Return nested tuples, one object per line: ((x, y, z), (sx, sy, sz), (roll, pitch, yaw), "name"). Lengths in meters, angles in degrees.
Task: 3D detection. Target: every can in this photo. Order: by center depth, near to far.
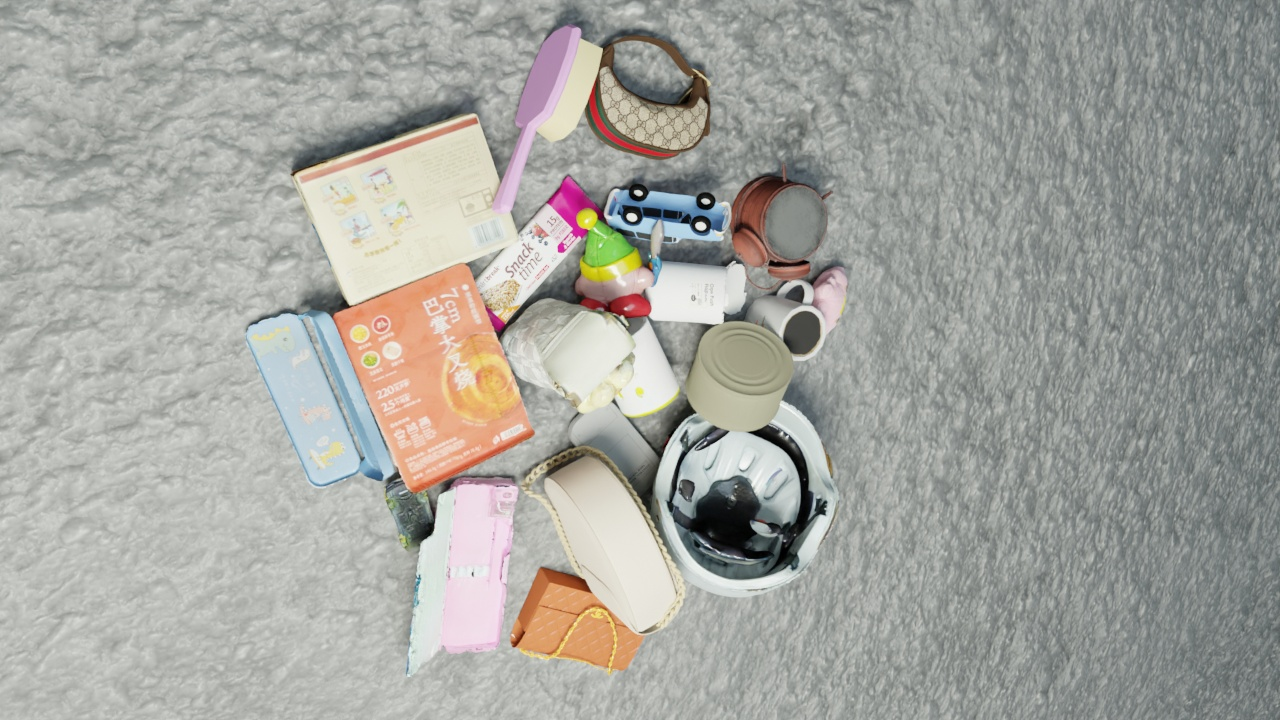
((0.127, 0.019, 1.182), (0.127, 0.127, 0.073), (-14, 145, -22), "can")

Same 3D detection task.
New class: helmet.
((0.127, 0.185, 1.221), (0.236, 0.164, 0.263), (22, 65, -1), "helmet")

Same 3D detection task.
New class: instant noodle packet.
((-0.236, 0.017, 1.051), (0.164, 0.084, 0.221), (-25, 118, -17), "instant noodle packet")

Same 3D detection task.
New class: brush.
((-0.109, -0.264, 1.032), (0.043, 0.089, 0.228), (23, 80, -33), "brush")

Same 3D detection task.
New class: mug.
((-0.007, 0.007, 1.168), (0.082, 0.082, 0.106), (-32, 113, -15), "mug")
((0.200, -0.059, 1.243), (0.073, 0.089, 0.105), (15, 96, -27), "mug")

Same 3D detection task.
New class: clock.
((0.182, -0.170, 1.217), (0.120, 0.072, 0.157), (22, 92, -28), "clock")

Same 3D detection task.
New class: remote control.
((-0.033, 0.119, 1.220), (0.074, 0.019, 0.151), (-43, 117, -10), "remote control")

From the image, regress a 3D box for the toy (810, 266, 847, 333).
((0.259, -0.085, 1.275), (0.050, 0.093, 0.102), (15, 93, 13), "toy")

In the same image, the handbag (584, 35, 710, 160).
((0.016, -0.320, 1.113), (0.166, 0.063, 0.138), (9, 90, -26), "handbag")

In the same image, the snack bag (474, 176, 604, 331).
((-0.130, -0.129, 1.113), (0.196, 0.016, 0.070), (-48, 116, -7), "snack bag")

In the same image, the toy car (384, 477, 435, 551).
((-0.279, 0.184, 1.114), (0.048, 0.033, 0.105), (-22, 125, -21), "toy car")

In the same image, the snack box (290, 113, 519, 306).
((-0.258, -0.170, 1.021), (0.207, 0.055, 0.153), (-24, 113, -18), "snack box")

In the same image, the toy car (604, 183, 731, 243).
((0.034, -0.175, 1.125), (0.153, 0.056, 0.055), (8, 142, 6), "toy car")

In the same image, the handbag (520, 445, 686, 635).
((-0.046, 0.225, 1.130), (0.103, 0.211, 0.208), (-28, 103, -17), "handbag")

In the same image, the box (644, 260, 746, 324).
((0.077, -0.092, 1.195), (0.137, 0.143, 0.083), (5, 98, 4), "box")

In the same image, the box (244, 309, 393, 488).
((-0.353, 0.043, 1.032), (0.121, 0.049, 0.210), (-8, 112, 20), "box")

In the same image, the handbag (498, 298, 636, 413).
((-0.083, -0.006, 1.082), (0.112, 0.172, 0.123), (-50, 125, -14), "handbag")

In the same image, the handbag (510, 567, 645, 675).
((-0.076, 0.360, 1.241), (0.171, 0.060, 0.109), (22, 97, -28), "handbag")

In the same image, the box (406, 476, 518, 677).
((-0.231, 0.263, 1.139), (0.158, 0.066, 0.230), (-4, 107, -49), "box")

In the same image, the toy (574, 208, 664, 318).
((-0.033, -0.115, 1.107), (0.096, 0.124, 0.131), (-7, 97, -61), "toy")
